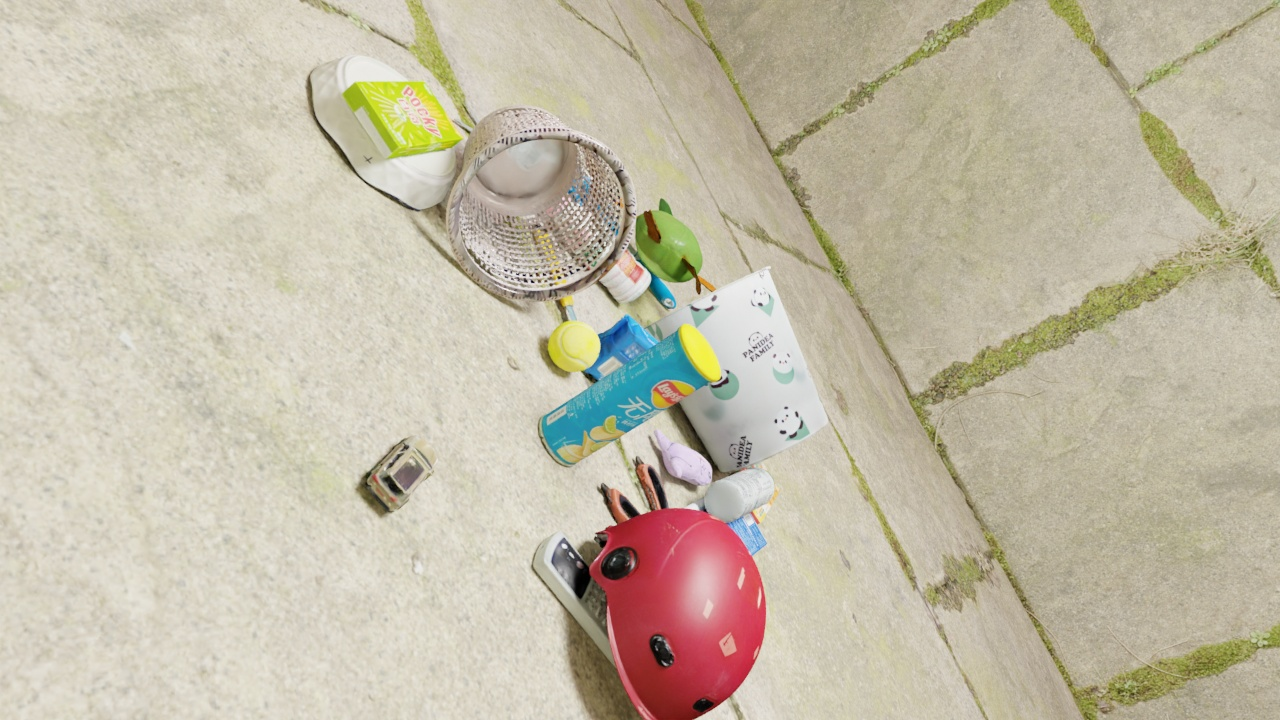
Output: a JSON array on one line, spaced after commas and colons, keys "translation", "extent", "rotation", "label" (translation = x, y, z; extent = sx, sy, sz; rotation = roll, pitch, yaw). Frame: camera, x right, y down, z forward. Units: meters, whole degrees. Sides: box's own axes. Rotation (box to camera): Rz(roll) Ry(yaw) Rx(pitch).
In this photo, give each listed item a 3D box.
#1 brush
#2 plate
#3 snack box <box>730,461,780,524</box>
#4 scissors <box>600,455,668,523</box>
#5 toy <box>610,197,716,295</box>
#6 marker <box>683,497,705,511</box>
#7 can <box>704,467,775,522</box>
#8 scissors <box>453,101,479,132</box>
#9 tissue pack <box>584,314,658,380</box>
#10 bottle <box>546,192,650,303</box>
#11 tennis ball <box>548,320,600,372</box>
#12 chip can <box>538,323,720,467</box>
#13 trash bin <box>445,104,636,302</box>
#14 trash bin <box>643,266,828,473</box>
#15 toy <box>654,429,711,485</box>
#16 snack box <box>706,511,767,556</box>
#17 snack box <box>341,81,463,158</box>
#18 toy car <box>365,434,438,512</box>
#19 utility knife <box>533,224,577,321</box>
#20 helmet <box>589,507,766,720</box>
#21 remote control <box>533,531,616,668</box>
[{"translation": [-0.036, -0.194, 1.502], "extent": [0.314, 0.061, 0.109], "rotation": [54, 19, -15], "label": "brush"}, {"translation": [-0.295, -0.277, 1.090], "extent": [0.205, 0.046, 0.204], "rotation": [44, 26, -28], "label": "plate"}, {"translation": [0.175, 0.203, 1.443], "extent": [0.077, 0.027, 0.155], "rotation": [57, 23, 1], "label": "snack box"}, {"translation": [0.023, 0.216, 1.140], "extent": [0.226, 0.015, 0.188], "rotation": [50, 24, -19], "label": "scissors"}, {"translation": [0.041, -0.182, 1.452], "extent": [0.227, 0.090, 0.246], "rotation": [45, 9, -13], "label": "toy"}, {"translation": [0.078, 0.202, 1.258], "extent": [0.130, 0.023, 0.018], "rotation": [-10, 98, -67], "label": "marker"}, {"translation": [0.142, 0.187, 1.289], "extent": [0.058, 0.058, 0.146], "rotation": [62, 23, 11], "label": "can"}, {"translation": [-0.206, -0.305, 1.347], "extent": [0.175, 0.012, 0.162], "rotation": [11, 51, -59], "label": "scissors"}, {"translation": [-0.007, 0.007, 1.242], "extent": [0.157, 0.095, 0.052], "rotation": [41, 22, -34], "label": "tissue pack"}, {"translation": [-0.069, -0.173, 1.387], "extent": [0.197, 0.068, 0.068], "rotation": [46, 26, -23], "label": "bottle"}, {"translation": [-0.084, -0.018, 1.157], "extent": [0.065, 0.066, 0.065], "rotation": [44, 26, -29], "label": "tennis ball"}, {"translation": [-0.014, 0.042, 1.031], "extent": [0.071, 0.211, 0.071], "rotation": [44, 26, -28], "label": "chip can"}, {"translation": [-0.137, -0.217, 1.149], "extent": [0.227, 0.228, 0.192], "rotation": [39, 16, -36], "label": "trash bin"}, {"translation": [0.149, 0.019, 1.393], "extent": [0.252, 0.230, 0.229], "rotation": [63, 23, 1], "label": "trash bin"}, {"translation": [0.062, 0.142, 1.281], "extent": [0.108, 0.039, 0.083], "rotation": [27, 29, -49], "label": "toy"}, {"translation": [0.126, 0.244, 1.292], "extent": [0.084, 0.026, 0.157], "rotation": [60, 23, 10], "label": "snack box"}, {"translation": [-0.268, -0.279, 1.053], "extent": [0.086, 0.026, 0.156], "rotation": [57, 22, -5], "label": "snack box"}, {"translation": [-0.206, 0.096, 0.807], "extent": [0.042, 0.035, 0.090], "rotation": [54, 21, -11], "label": "toy car"}, {"translation": [-0.114, -0.107, 1.271], "extent": [0.033, 0.015, 0.219], "rotation": [25, 36, -53], "label": "utility knife"}, {"translation": [0.054, 0.251, 0.947], "extent": [0.207, 0.144, 0.239], "rotation": [56, 13, -20], "label": "helmet"}, {"translation": [-0.053, 0.244, 0.941], "extent": [0.150, 0.021, 0.058], "rotation": [53, 23, -11], "label": "remote control"}]
